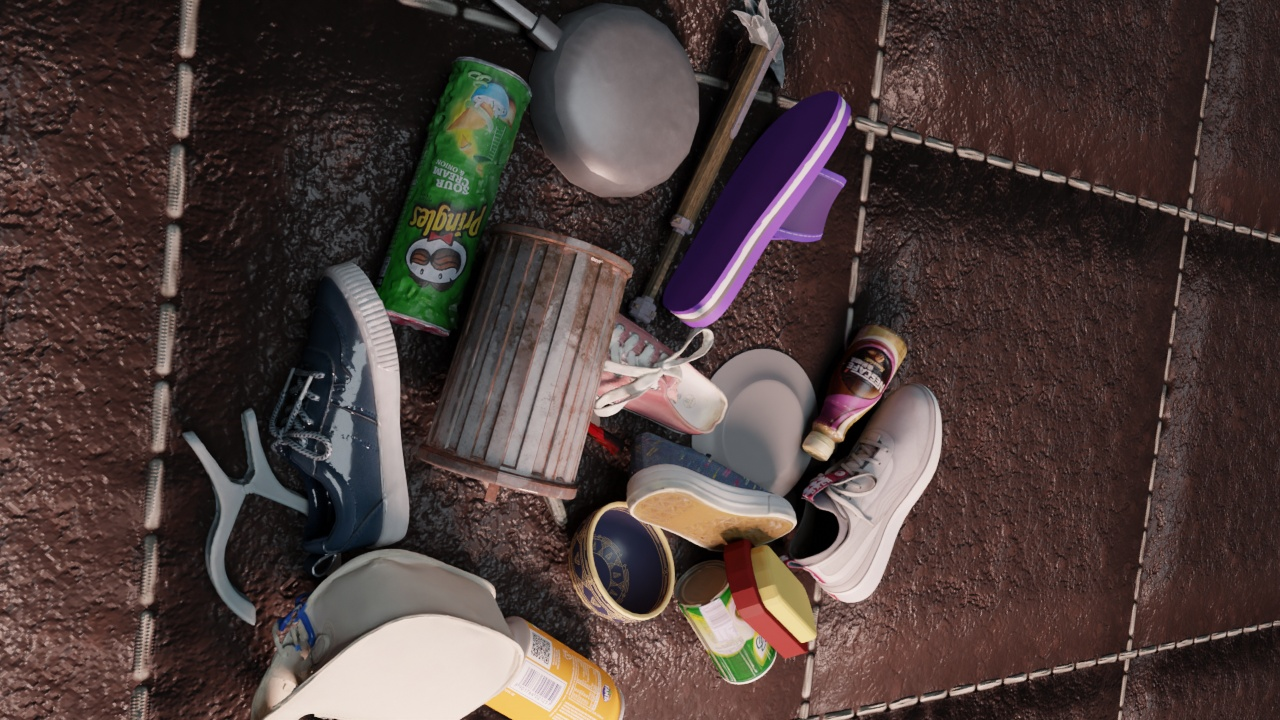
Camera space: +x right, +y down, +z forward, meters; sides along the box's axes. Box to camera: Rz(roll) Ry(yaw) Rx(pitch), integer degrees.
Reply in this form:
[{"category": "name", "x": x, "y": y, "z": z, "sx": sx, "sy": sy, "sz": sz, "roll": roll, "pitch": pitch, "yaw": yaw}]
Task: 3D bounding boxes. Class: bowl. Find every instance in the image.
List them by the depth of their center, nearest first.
[{"category": "bowl", "x": -0.028, "y": 0.198, "z": 0.879, "sx": 0.112, "sy": 0.061, "sz": 0.112, "roll": 29, "pitch": 47, "yaw": -36}]

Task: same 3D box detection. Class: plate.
[{"category": "plate", "x": 0.131, "y": 0.077, "z": 1.002, "sx": 0.178, "sy": 0.012, "sz": 0.178, "roll": -4, "pitch": 98, "yaw": -32}]

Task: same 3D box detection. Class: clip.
[{"category": "clip", "x": -0.323, "y": 0.134, "z": 0.710, "sx": 0.141, "sy": 0.029, "sz": 0.171, "roll": -34, "pitch": 112, "yaw": -27}]

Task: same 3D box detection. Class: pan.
[{"category": "pan", "x": -0.079, "y": -0.284, "z": 0.805, "sx": 0.357, "sy": 0.041, "sz": 0.178, "roll": 33, "pitch": 78, "yaw": -31}]

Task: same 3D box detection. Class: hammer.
[{"category": "hammer", "x": 0.065, "y": -0.180, "z": 0.902, "sx": 0.316, "sy": 0.028, "sz": 0.147, "roll": -65, "pitch": 155, "yaw": -2}]

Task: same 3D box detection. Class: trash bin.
[{"category": "trash bin", "x": -0.092, "y": 0.010, "z": 0.743, "sx": 0.130, "sy": 0.131, "sz": 0.211, "roll": 19, "pitch": 85, "yaw": -33}]

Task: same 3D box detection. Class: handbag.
[{"category": "handbag", "x": -0.212, "y": 0.248, "z": 0.741, "sx": 0.199, "sy": 0.093, "sz": 0.200, "roll": -42, "pitch": 140, "yaw": 4}]

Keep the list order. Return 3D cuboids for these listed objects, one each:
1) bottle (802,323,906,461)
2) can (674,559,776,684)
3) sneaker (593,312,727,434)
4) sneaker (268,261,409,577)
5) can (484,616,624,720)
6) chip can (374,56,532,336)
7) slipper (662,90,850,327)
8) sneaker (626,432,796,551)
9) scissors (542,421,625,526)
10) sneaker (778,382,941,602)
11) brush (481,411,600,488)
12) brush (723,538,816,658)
[{"category": "bottle", "x": 0.237, "y": 0.038, "z": 1.037, "sx": 0.059, "sy": 0.060, "sz": 0.165, "roll": 43, "pitch": 73, "yaw": -29}, {"category": "can", "x": 0.090, "y": 0.277, "z": 0.968, "sx": 0.067, "sy": 0.067, "sz": 0.121, "roll": -39, "pitch": 114, "yaw": -23}, {"category": "sneaker", "x": -0.005, "y": 0.005, "z": 0.858, "sx": 0.241, "sy": 0.088, "sz": 0.118, "roll": 31, "pitch": 79, "yaw": -27}, {"category": "sneaker", "x": -0.238, "y": 0.044, "z": 0.706, "sx": 0.087, "sy": 0.089, "sz": 0.235, "roll": -10, "pitch": 97, "yaw": -41}, {"category": "can", "x": -0.086, "y": 0.302, "z": 0.851, "sx": 0.142, "sy": 0.079, "sz": 0.079, "roll": 42, "pitch": 73, "yaw": -29}, {"category": "chip can", "x": -0.155, "y": -0.135, "z": 0.756, "sx": 0.075, "sy": 0.075, "sz": 0.223, "roll": 22, "pitch": 84, "yaw": -33}, {"category": "slipper", "x": 0.133, "y": -0.136, "z": 0.922, "sx": 0.084, "sy": 0.107, "sz": 0.266, "roll": 37, "pitch": 82, "yaw": -29}, {"category": "sneaker", "x": 0.068, "y": 0.135, "z": 0.936, "sx": 0.235, "sy": 0.088, "sz": 0.079, "roll": 24, "pitch": 40, "yaw": -42}, {"category": "scissors", "x": -0.088, "y": 0.064, "z": 0.843, "sx": 0.193, "sy": 0.015, "sz": 0.179, "roll": 4, "pitch": 90, "yaw": -37}, {"category": "sneaker", "x": 0.243, "y": 0.136, "z": 1.029, "sx": 0.128, "sy": 0.097, "sz": 0.263, "roll": 26, "pitch": 89, "yaw": -37}, {"category": "brush", "x": -0.095, "y": 0.074, "z": 0.859, "sx": 0.135, "sy": 0.015, "sz": 0.050, "roll": -19, "pitch": 104, "yaw": -35}, {"category": "brush", "x": 0.141, "y": 0.250, "z": 0.965, "sx": 0.042, "sy": 0.082, "sz": 0.173, "roll": -23, "pitch": 138, "yaw": 16}]
